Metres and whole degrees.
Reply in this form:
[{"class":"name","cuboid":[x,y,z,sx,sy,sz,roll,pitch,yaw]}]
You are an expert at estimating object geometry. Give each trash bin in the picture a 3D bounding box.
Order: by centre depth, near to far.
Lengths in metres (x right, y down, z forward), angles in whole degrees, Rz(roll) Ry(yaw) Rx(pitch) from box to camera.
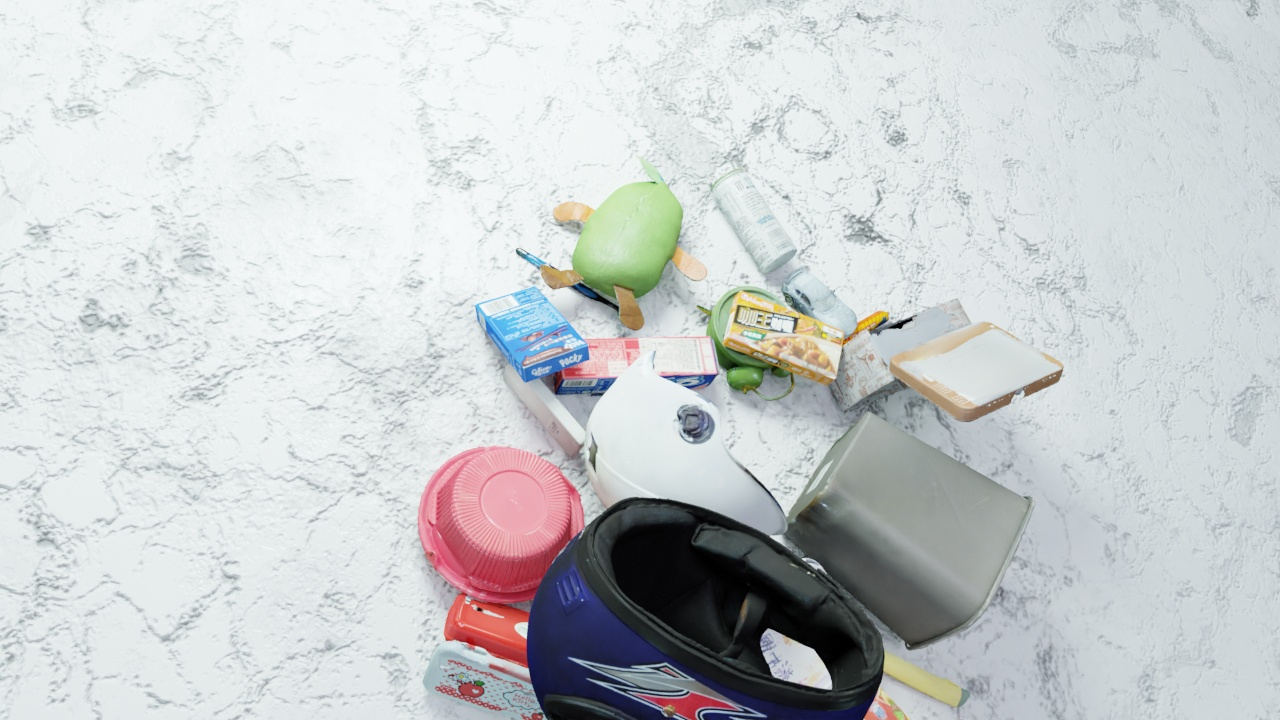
[{"class":"trash bin","cuboid":[0.311,0.200,1.115,0.220,0.199,0.198,35,61,7]}]

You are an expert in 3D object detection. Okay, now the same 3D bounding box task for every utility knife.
[{"class":"utility knife","cuboid":[0.323,0.379,1.131,0.195,0.020,0.030,31,57,-10]}]

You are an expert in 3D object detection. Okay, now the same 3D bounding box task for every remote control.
[{"class":"remote control","cuboid":[-0.115,0.055,1.109,0.019,0.056,0.135,-38,83,-27]}]

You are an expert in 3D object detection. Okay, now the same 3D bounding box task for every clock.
[{"class":"clock","cuboid":[0.151,-0.022,1.223,0.116,0.056,0.161,-20,75,-23]}]

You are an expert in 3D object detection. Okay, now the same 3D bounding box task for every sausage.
[{"class":"sausage","cuboid":[0.294,-0.035,1.291,0.164,0.021,0.021,-29,79,-25]}]

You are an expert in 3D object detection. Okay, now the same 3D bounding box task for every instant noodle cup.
[{"class":"instant noodle cup","cuboid":[-0.148,0.169,1.031,0.193,0.066,0.193,11,55,-15]},{"class":"instant noodle cup","cuboid":[0.171,0.333,1.078,0.173,0.060,0.138,-31,81,-27]}]

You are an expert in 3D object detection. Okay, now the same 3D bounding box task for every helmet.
[{"class":"helmet","cuboid":[0.044,0.290,0.862,0.316,0.241,0.246,25,30,19]},{"class":"helmet","cuboid":[0.028,0.132,1.031,0.145,0.229,0.258,-36,60,-11]}]

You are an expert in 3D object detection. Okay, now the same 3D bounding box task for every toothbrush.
[{"class":"toothbrush","cuboid":[-0.083,-0.097,1.208,0.189,0.016,0.014,31,72,0]}]

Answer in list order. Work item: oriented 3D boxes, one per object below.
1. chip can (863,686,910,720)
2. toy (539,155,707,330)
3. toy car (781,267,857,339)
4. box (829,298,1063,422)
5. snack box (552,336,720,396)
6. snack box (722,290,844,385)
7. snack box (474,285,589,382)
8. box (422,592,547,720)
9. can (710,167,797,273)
[{"class":"chip can","cuboid":[0.305,0.458,1.064,0.216,0.073,0.073,46,63,5]},{"class":"toy","cuboid":[-0.018,-0.153,1.207,0.227,0.090,0.246,27,59,7]},{"class":"toy car","cuboid":[0.251,-0.079,1.281,0.054,0.037,0.120,-34,71,-26]},{"class":"box","cuboid":[0.378,-0.001,1.185,0.178,0.273,0.130,-18,102,-24]},{"class":"snack box","cuboid":[-0.007,0.007,1.162,0.207,0.057,0.058,-2,66,-17]},{"class":"snack box","cuboid":[0.186,-0.029,1.189,0.153,0.026,0.075,21,63,-9]},{"class":"snack box","cuboid":[-0.133,-0.035,1.110,0.084,0.026,0.157,-20,40,-21]},{"class":"box","cuboid":[-0.127,0.340,0.993,0.201,0.095,0.102,22,104,-8]},{"class":"can","cuboid":[0.160,-0.197,1.296,0.058,0.058,0.146,-26,78,-25]}]
